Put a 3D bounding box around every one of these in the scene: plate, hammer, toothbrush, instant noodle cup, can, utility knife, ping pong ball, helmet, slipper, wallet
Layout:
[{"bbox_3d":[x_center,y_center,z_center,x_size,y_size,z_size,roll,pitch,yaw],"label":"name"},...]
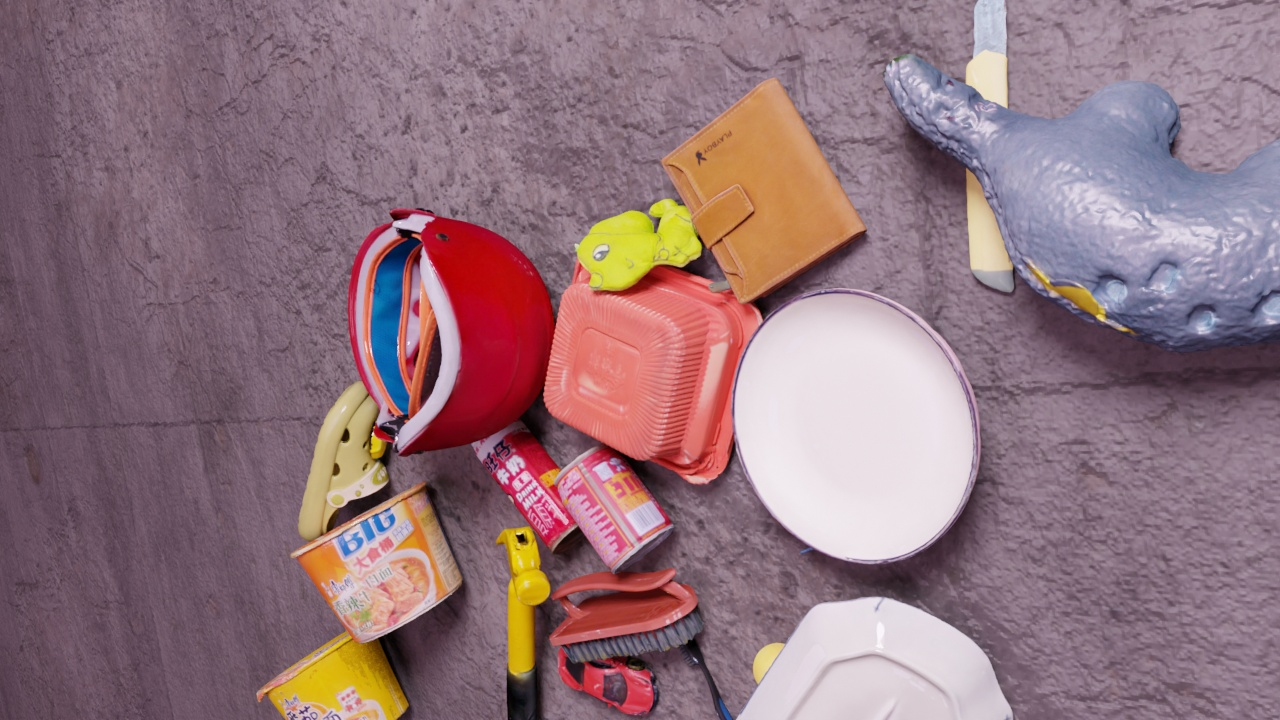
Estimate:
[{"bbox_3d":[0.150,0.044,0.642,0.193,0.039,0.192,11,105,43],"label":"plate"},{"bbox_3d":[-0.114,0.291,0.879,0.128,0.032,0.301,-123,33,-62],"label":"hammer"},{"bbox_3d":[0.078,0.317,0.782,0.016,0.014,0.189,-36,79,37],"label":"toothbrush"},{"bbox_3d":[-0.004,0.004,0.738,0.189,0.078,0.165,23,112,30],"label":"instant noodle cup"},{"bbox_3d":[-0.024,0.125,0.783,0.094,0.066,0.067,52,124,16],"label":"can"},{"bbox_3d":[0.221,-0.137,0.580,0.031,0.020,0.190,1,107,31],"label":"utility knife"},{"bbox_3d":[-0.099,0.111,0.844,0.132,0.053,0.053,48,123,18],"label":"can"},{"bbox_3d":[-0.336,0.374,1.029,0.138,0.137,0.110,-32,88,36],"label":"instant noodle cup"},{"bbox_3d":[0.155,0.293,0.681,0.162,0.034,0.266,30,118,10],"label":"plate"},{"bbox_3d":[0.109,0.245,0.727,0.040,0.040,0.040,8,104,35],"label":"ping pong ball"},{"bbox_3d":[-0.259,0.206,0.931,0.152,0.151,0.111,-27,91,37],"label":"instant noodle cup"},{"bbox_3d":[-0.163,-0.027,0.811,0.240,0.143,0.207,27,113,55],"label":"helmet"},{"bbox_3d":[-0.311,0.115,0.994,0.081,0.091,0.191,19,105,-10],"label":"slipper"},{"bbox_3d":[0.083,-0.118,0.673,0.119,0.035,0.130,-32,80,23],"label":"wallet"}]

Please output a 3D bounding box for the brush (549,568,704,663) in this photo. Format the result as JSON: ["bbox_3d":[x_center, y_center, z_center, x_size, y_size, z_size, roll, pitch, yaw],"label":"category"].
[{"bbox_3d":[-0.013,0.216,0.797,0.146,0.063,0.069,-20,101,36],"label":"brush"}]

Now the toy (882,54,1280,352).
[{"bbox_3d":[0.286,-0.080,0.502,0.357,0.091,0.138,26,101,27],"label":"toy"}]

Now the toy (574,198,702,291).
[{"bbox_3d":[0.000,-0.091,0.713,0.100,0.096,0.031,2,143,13],"label":"toy"}]

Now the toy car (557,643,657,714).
[{"bbox_3d":[-0.032,0.292,0.847,0.106,0.031,0.049,14,108,31],"label":"toy car"}]

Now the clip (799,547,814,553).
[{"bbox_3d":[0.145,0.130,0.688,0.058,0.026,0.043,-21,80,34],"label":"clip"}]
